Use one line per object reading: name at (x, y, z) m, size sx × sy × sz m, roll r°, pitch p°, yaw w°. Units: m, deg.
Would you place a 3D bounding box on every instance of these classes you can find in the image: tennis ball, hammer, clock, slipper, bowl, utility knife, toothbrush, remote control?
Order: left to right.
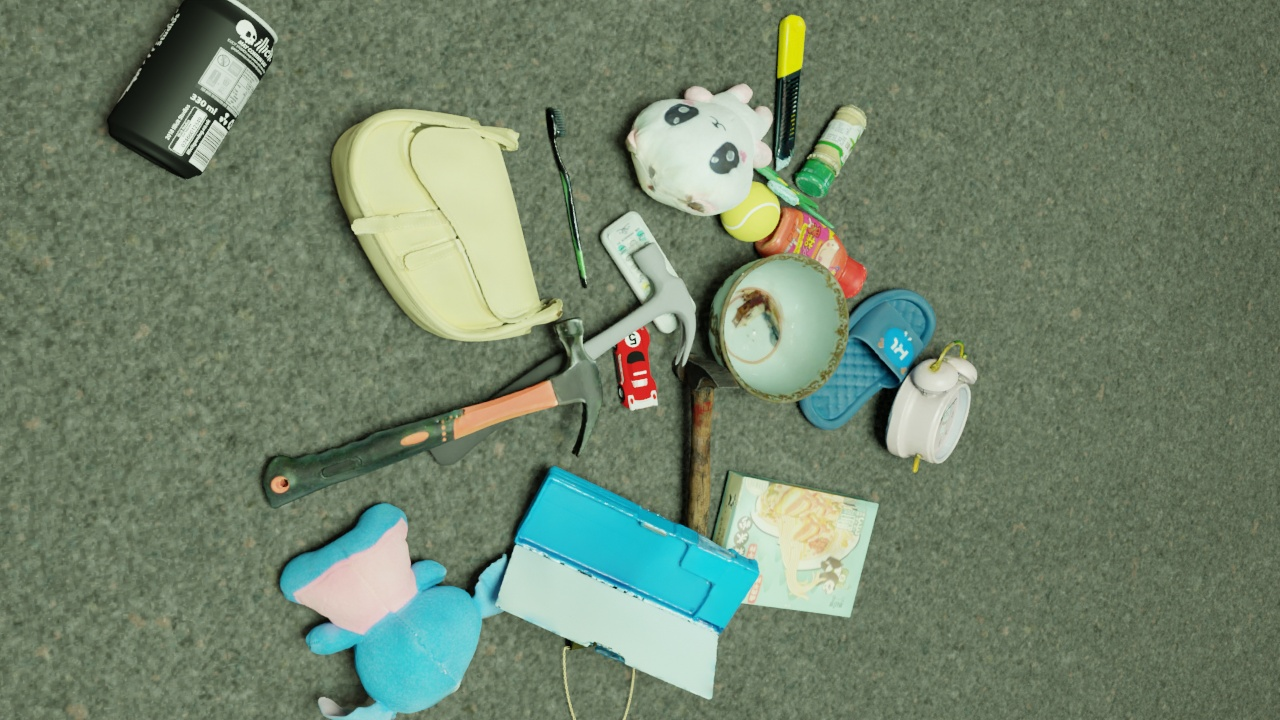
hammer at (-0.196, 0.068, 0.884) m, size 0.332 × 0.033 × 0.133 m, roll -18°, pitch 98°, yaw -11°
hammer at (-0.078, 0.011, 0.939) m, size 0.310 × 0.029 × 0.125 m, roll -34°, pitch 101°, yaw -10°
toothbrush at (-0.072, -0.168, 0.951) m, size 0.017 × 0.014 × 0.188 m, roll -16°, pitch 101°, yaw -29°
remote control at (0.008, -0.094, 0.986) m, size 0.050 × 0.022 × 0.133 m, roll -38°, pitch 108°, yaw -17°
hammer at (0.065, 0.163, 0.996) m, size 0.033 × 0.120 × 0.330 m, roll -2°, pitch 102°, yaw -17°
tennis ball at (0.120, -0.163, 1.006) m, size 0.065 × 0.065 × 0.065 m, roll -2°, pitch 95°, yaw -23°
bowl at (0.136, -0.038, 1.007) m, size 0.159 × 0.094 × 0.160 m, roll -2°, pitch 95°, yaw -23°
utility knife at (0.167, -0.301, 1.040) m, size 0.028 × 0.020 × 0.174 m, roll 3°, pitch 92°, yaw -23°
slipper at (0.272, -0.004, 1.089) m, size 0.213 × 0.059 × 0.104 m, roll -41°, pitch 106°, yaw -14°
clock at (0.351, 0.050, 1.094) m, size 0.116 × 0.059 × 0.158 m, roll -7°, pitch 113°, yaw -52°

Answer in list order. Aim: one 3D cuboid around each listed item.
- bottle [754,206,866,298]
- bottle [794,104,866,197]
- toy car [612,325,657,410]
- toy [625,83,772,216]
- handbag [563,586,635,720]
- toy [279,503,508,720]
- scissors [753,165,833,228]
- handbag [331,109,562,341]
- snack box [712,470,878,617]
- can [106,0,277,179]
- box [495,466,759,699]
bottle at (0.198, -0.119, 1.053) m, size 0.134 × 0.048 × 0.071 m, roll 29°, pitch 81°, yaw -23°
bottle at (0.220, -0.242, 1.057) m, size 0.042 × 0.043 × 0.110 m, roll 36°, pitch 79°, yaw -22°
toy car at (-0.006, 0.006, 0.987) m, size 0.038 × 0.025 × 0.089 m, roll -11°, pitch 98°, yaw -22°
toy at (0.071, -0.227, 0.965) m, size 0.139 × 0.102 × 0.179 m, roll 45°, pitch 66°, yaw 3°
handbag at (-0.043, 0.339, 0.999) m, size 0.084 × 0.027 × 0.178 m, roll -3°, pitch 97°, yaw -23°
toy at (-0.229, 0.233, 0.880) m, size 0.223 × 0.099 × 0.191 m, roll -38°, pitch 96°, yaw -24°
scissors at (0.173, -0.181, 1.020) m, size 0.131 × 0.112 × 0.012 m, roll 35°, pitch 112°, yaw -14°
handbag at (-0.179, -0.124, 0.870) m, size 0.190 × 0.089 × 0.233 m, roll -19°, pitch 101°, yaw -24°
snack box at (0.176, 0.216, 1.072) m, size 0.193 × 0.044 × 0.141 m, roll 14°, pitch 90°, yaw -24°
can at (-0.377, -0.233, 0.777) m, size 0.080 × 0.080 × 0.146 m, roll 31°, pitch 82°, yaw -22°
box at (-0.009, 0.223, 0.922) m, size 0.243 × 0.113 × 0.114 m, roll 26°, pitch 109°, yaw -8°
